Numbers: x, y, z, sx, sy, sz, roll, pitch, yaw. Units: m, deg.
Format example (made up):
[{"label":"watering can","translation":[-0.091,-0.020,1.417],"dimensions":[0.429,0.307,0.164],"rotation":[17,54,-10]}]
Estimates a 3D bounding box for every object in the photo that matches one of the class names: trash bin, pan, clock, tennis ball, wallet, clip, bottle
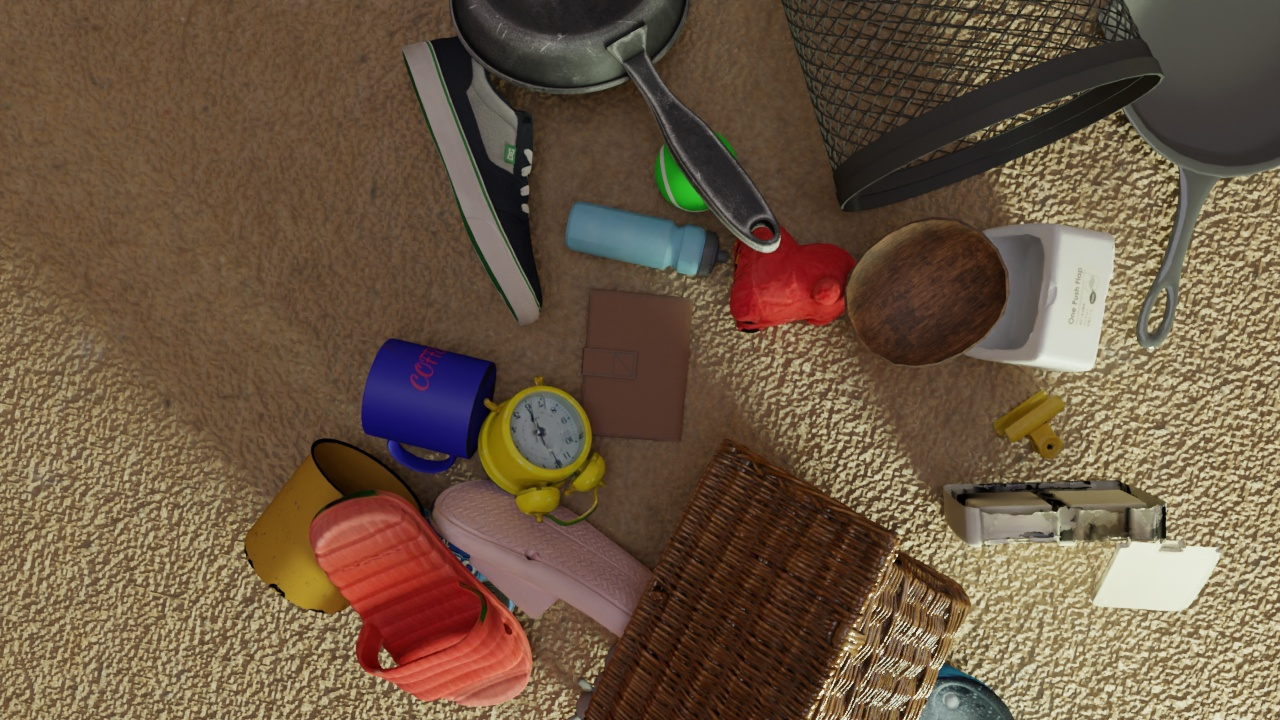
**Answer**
[{"label":"trash bin","translation":[0.207,-0.253,0.643],"dimensions":[0.218,0.217,0.227],"rotation":[-20,87,3]},{"label":"pan","translation":[0.447,-0.181,0.725],"dimensions":[0.216,0.024,0.354],"rotation":[15,92,2]},{"label":"pan","translation":[-0.007,-0.224,0.687],"dimensions":[0.187,0.055,0.356],"rotation":[-34,73,-11]},{"label":"clock","translation":[-0.076,0.074,0.722],"dimensions":[0.083,0.057,0.118],"rotation":[-25,82,-35]},{"label":"tennis ball","translation":[0.044,-0.150,0.722],"dimensions":[0.065,0.065,0.065],"rotation":[0,92,2]},{"label":"wallet","translation":[-0.004,0.004,0.755],"dimensions":[0.087,0.013,0.121],"rotation":[5,94,0]},{"label":"clock","translation":[0.223,0.288,0.735],"dimensions":[0.161,0.060,0.117],"rotation":[41,94,2]},{"label":"clip","translation":[0.320,0.055,0.738],"dimensions":[0.054,0.044,0.049],"rotation":[-35,66,1]},{"label":"bottle","translation":[0.006,-0.096,0.738],"dimensions":[0.130,0.040,0.040],"rotation":[12,92,2]}]

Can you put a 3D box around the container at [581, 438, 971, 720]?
[{"label":"container","translation":[0.109,0.217,0.664],"dimensions":[0.183,0.162,0.250],"rotation":[24,93,-43]}]

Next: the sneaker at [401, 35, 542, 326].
[{"label":"sneaker","translation":[-0.110,-0.146,0.724],"dimensions":[0.079,0.084,0.235],"rotation":[-20,90,-10]}]

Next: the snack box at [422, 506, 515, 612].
[{"label":"snack box","translation":[-0.172,0.173,0.761],"dimensions":[0.150,0.027,0.082],"rotation":[25,93,1]}]

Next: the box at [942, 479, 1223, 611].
[{"label":"box","translation":[0.307,0.138,0.661],"dimensions":[0.143,0.186,0.070],"rotation":[-3,93,9]}]

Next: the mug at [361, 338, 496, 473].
[{"label":"mug","translation":[-0.169,0.043,0.737],"dimensions":[0.083,0.079,0.111],"rotation":[13,121,2]}]

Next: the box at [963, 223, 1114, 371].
[{"label":"box","translation":[0.257,-0.055,0.694],"dimensions":[0.136,0.121,0.109],"rotation":[9,92,-20]}]

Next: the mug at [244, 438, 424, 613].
[{"label":"mug","translation":[-0.227,0.134,0.706],"dimensions":[0.123,0.100,0.094],"rotation":[36,96,-31]}]

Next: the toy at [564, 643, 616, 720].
[{"label":"toy","translation":[-0.039,0.288,0.759],"dimensions":[0.049,0.030,0.111],"rotation":[34,88,-14]}]

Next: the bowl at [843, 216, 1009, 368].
[{"label":"bowl","translation":[0.207,-0.050,0.669],"dimensions":[0.114,0.026,0.102],"rotation":[-33,89,20]}]

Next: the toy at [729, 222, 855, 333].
[{"label":"toy","translation":[0.131,-0.077,0.717],"dimensions":[0.133,0.088,0.094],"rotation":[-6,80,0]}]

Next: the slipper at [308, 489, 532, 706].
[{"label":"slipper","translation":[-0.157,0.196,0.674],"dimensions":[0.103,0.059,0.249],"rotation":[-25,127,3]}]

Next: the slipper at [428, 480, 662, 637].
[{"label":"slipper","translation":[-0.064,0.163,0.725],"dimensions":[0.221,0.106,0.056],"rotation":[31,110,-5]}]
